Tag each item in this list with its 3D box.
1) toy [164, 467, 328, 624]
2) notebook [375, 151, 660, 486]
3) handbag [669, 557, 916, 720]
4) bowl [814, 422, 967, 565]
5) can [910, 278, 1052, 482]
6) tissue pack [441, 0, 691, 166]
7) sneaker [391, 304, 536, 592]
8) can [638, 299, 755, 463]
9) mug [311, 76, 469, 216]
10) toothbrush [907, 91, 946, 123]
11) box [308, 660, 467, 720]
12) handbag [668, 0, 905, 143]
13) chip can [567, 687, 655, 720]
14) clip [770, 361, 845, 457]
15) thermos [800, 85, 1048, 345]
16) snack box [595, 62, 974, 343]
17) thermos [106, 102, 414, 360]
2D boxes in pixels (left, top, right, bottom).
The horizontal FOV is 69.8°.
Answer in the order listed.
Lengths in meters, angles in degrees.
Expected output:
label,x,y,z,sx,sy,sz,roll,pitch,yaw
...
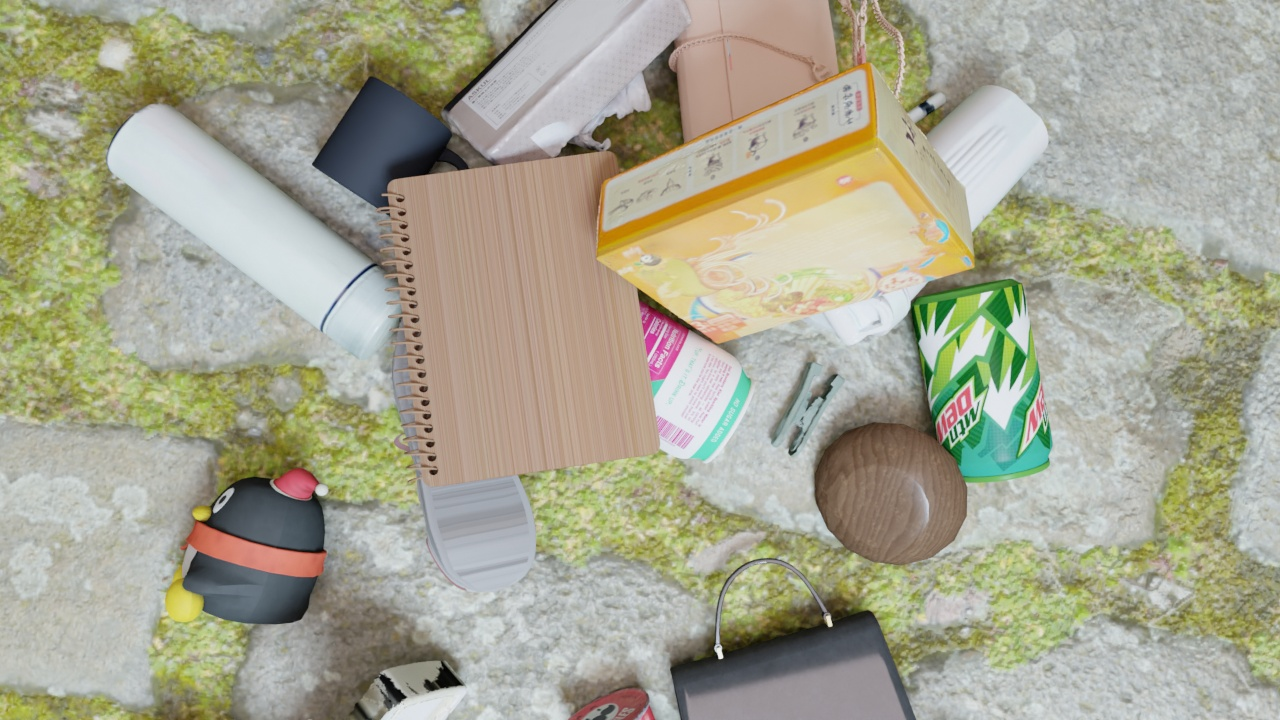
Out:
label,x,y,z,sx,sy,sz,roll,pitch,yaw
toy,-0.278,0.132,0.671,0.099,0.098,0.119,20,82,-21
notebook,-0.085,-0.029,0.623,0.169,0.022,0.210,-8,83,-3
handbag,0.111,0.252,0.714,0.175,0.072,0.195,-15,88,-3
bowl,0.188,0.107,0.702,0.118,0.030,0.118,7,107,24
can,0.262,0.015,0.705,0.083,0.083,0.144,-12,92,-3
tissue pack,-0.050,-0.208,0.678,0.181,0.071,0.104,-43,49,-3
sneaker,-0.136,0.062,0.685,0.099,0.090,0.236,-2,67,-24
can,-0.004,0.004,0.685,0.166,0.088,0.088,31,89,-4
mug,-0.177,-0.147,0.685,0.105,0.071,0.077,34,89,-27
toothbrush,0.167,-0.157,0.731,0.187,0.012,0.017,-34,106,-2
box,-0.189,0.297,0.617,0.101,0.194,0.143,39,94,23
handbag,0.085,-0.229,0.632,0.116,0.187,0.198,-4,80,-4
chip can,0.016,0.376,0.706,0.073,0.073,0.233,-22,94,-3
clip,0.130,0.039,0.729,0.047,0.023,0.076,29,88,-2
thermos,0.207,-0.109,0.694,0.220,0.099,0.099,-45,94,-5
snack box,0.092,-0.094,0.593,0.196,0.145,0.080,-17,58,35
thermos,-0.276,-0.093,0.677,0.230,0.068,0.068,37,89,-4
